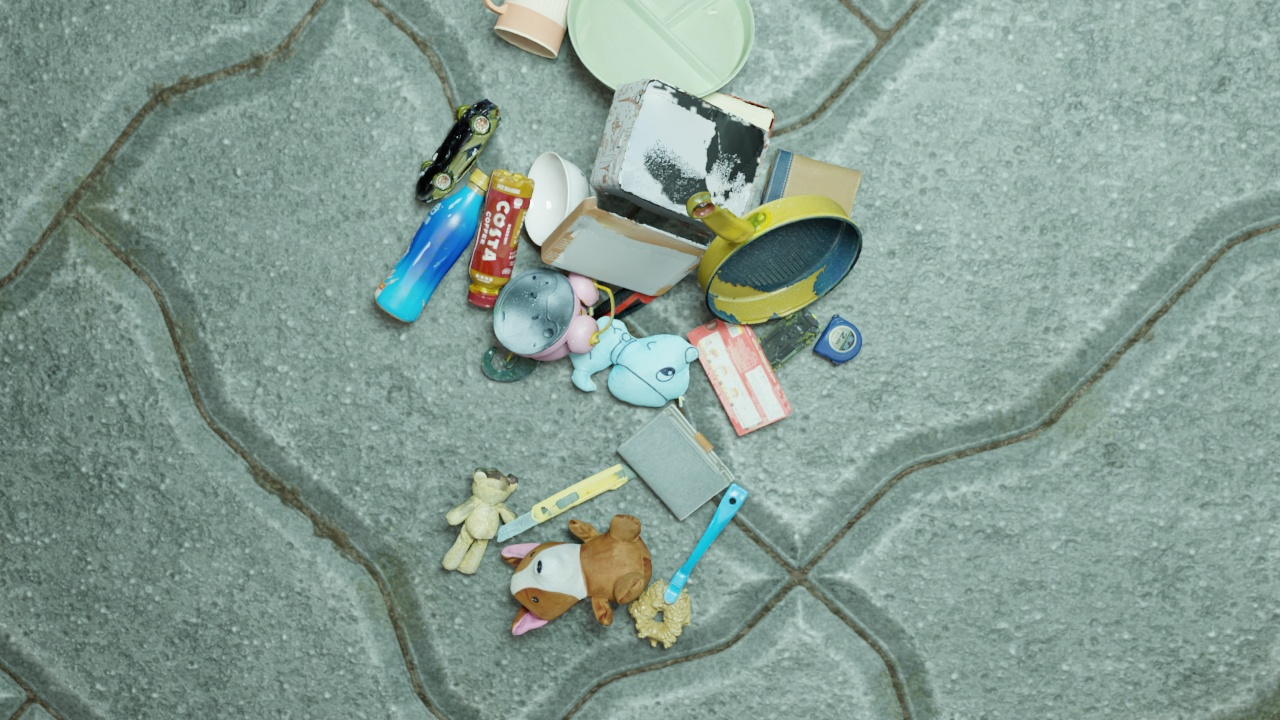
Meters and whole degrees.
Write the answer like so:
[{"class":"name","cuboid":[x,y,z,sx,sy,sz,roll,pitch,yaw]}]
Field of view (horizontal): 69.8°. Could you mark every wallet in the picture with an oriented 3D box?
[{"class":"wallet","cuboid":[0.215,-0.212,1.169,0.115,0.033,0.090,14,99,2]},{"class":"wallet","cuboid":[0.048,0.133,1.209,0.107,0.036,0.129,-40,93,23]}]

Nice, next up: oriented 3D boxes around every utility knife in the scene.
[{"class":"utility knife","cuboid":[-0.101,0.189,1.227,0.205,0.021,0.031,-27,86,0]}]

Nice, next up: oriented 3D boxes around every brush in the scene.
[{"class":"brush","cuboid":[0.067,0.272,1.215,0.083,0.045,0.255,31,103,4]}]

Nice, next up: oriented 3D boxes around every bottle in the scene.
[{"class":"bottle","cuboid":[-0.262,-0.151,1.193,0.065,0.065,0.219,37,97,0]},{"class":"bottle","cuboid":[-0.184,-0.155,1.182,0.057,0.057,0.175,19,109,2]}]

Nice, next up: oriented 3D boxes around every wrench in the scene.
[{"class":"wrench","cuboid":[-0.087,-0.042,1.216,0.273,0.016,0.056,-26,94,7]}]

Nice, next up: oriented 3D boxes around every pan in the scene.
[{"class":"pan","cuboid":[0.129,-0.124,1.012,0.198,0.357,0.078,-32,59,18]}]

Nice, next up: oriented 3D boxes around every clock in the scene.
[{"class":"clock","cuboid":[-0.107,-0.058,1.170,0.159,0.060,0.117,-10,69,20]}]

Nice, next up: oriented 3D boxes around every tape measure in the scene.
[{"class":"tape measure","cuboid":[0.258,-0.025,1.187,0.054,0.025,0.058,30,101,-1]}]

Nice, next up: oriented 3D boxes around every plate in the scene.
[{"class":"plate","cuboid":[0.025,-0.411,1.126,0.230,0.027,0.230,1,72,-3]}]

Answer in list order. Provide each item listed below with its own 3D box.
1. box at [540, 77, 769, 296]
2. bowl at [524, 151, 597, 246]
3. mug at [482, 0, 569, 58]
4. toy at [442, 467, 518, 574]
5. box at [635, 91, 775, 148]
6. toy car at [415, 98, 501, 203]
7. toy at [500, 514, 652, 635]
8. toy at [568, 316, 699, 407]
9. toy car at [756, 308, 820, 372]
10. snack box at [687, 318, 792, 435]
[{"class":"box","cuboid":[0.017,-0.184,1.070,0.179,0.134,0.271,16,121,-29]},{"class":"bowl","cuboid":[-0.094,-0.202,1.168,0.064,0.118,0.118,1,97,-34]},{"class":"mug","cuboid":[-0.138,-0.449,1.137,0.114,0.082,0.106,18,95,-32]},{"class":"toy","cuboid":[-0.219,0.217,1.234,0.105,0.066,0.157,17,102,-30]},{"class":"box","cuboid":[0.079,-0.297,1.147,0.168,0.076,0.091,18,97,2]},{"class":"toy car","cuboid":[-0.237,-0.268,1.181,0.042,0.070,0.158,32,100,-38]},{"class":"toy","cuboid":[-0.087,0.279,1.198,0.200,0.130,0.140,-14,61,15]},{"class":"toy","cuboid":[-0.007,0.007,1.195,0.161,0.049,0.156,-34,102,14]},{"class":"toy car","cuboid":[0.184,-0.025,1.189,0.105,0.032,0.048,-40,86,17]},{"class":"snack box","cuboid":[0.128,0.015,1.188,0.075,0.025,0.153,-26,93,29]}]
